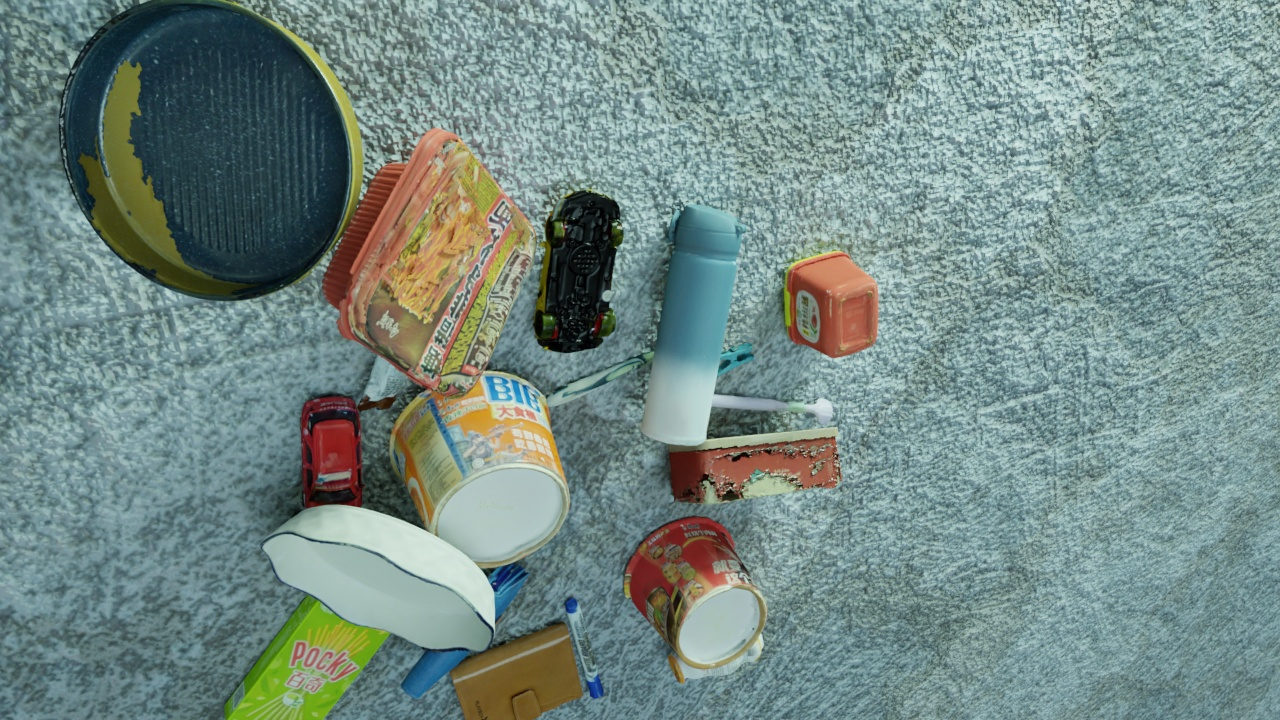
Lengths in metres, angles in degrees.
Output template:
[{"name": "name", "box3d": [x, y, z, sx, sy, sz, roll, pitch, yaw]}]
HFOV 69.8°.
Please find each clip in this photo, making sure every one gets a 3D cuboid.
[{"name": "clip", "box3d": [0.090, -0.002, 0.934, 0.056, 0.014, 0.041, -23, 122, -15]}]

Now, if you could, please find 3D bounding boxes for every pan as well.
[{"name": "pan", "box3d": [-0.284, -0.211, 0.583, 0.198, 0.078, 0.358, 3, 107, 1]}]

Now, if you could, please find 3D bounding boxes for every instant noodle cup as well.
[{"name": "instant noodle cup", "box3d": [0.066, 0.254, 0.991, 0.137, 0.108, 0.138, -11, 118, -21]}, {"name": "instant noodle cup", "box3d": [-0.164, -0.071, 0.699, 0.164, 0.079, 0.189, -66, 158, -13]}, {"name": "instant noodle cup", "box3d": [-0.135, 0.101, 0.805, 0.151, 0.111, 0.152, -13, 130, -17]}]

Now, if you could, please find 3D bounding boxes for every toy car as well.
[{"name": "toy car", "box3d": [-0.055, -0.077, 0.811, 0.071, 0.041, 0.156, -3, 117, -24]}, {"name": "toy car", "box3d": [-0.267, 0.090, 0.793, 0.052, 0.045, 0.121, -5, 118, -22]}]

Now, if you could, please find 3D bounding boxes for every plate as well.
[{"name": "plate", "box3d": [-0.215, 0.186, 0.779, 0.205, 0.205, 0.045, 47, 48, -34]}]

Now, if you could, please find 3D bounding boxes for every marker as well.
[{"name": "marker", "box3d": [-0.062, 0.321, 1.018, 0.017, 0.017, 0.146, -20, 121, -16]}]

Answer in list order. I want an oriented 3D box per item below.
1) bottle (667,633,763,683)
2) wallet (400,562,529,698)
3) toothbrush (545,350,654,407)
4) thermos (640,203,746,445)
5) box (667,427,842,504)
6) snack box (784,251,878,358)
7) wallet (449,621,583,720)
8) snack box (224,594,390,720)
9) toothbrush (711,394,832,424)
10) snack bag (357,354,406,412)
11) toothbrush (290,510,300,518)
[{"name": "bottle", "box3d": [0.087, 0.336, 1.068, 0.108, 0.063, 0.063, -22, 121, -15]}, {"name": "wallet", "box3d": [-0.169, 0.261, 0.896, 0.040, 0.106, 0.133, 40, 96, 7]}, {"name": "toothbrush", "box3d": [-0.005, 0.005, 0.890, 0.191, 0.018, 0.016, -24, 121, -14]}, {"name": "thermos", "box3d": [0.047, -0.033, 0.856, 0.070, 0.070, 0.220, 3, 104, -26]}, {"name": "box", "box3d": [0.120, 0.115, 0.945, 0.168, 0.091, 0.078, -4, 85, -24]}, {"name": "snack box", "box3d": [0.195, -0.054, 0.917, 0.082, 0.080, 0.091, -18, 120, -18]}, {"name": "wallet", "box3d": [-0.132, 0.348, 0.991, 0.131, 0.031, 0.108, -17, 118, -16]}, {"name": "snack box", "box3d": [-0.316, 0.292, 0.879, 0.085, 0.026, 0.156, 35, 96, -34]}, {"name": "toothbrush", "box3d": [0.123, 0.047, 0.971, 0.189, 0.021, 0.029, 7, 73, -26]}, {"name": "snack bag", "box3d": [-0.210, -0.002, 0.782, 0.045, 0.026, 0.105, -10, 125, -66]}, {"name": "toothbrush", "box3d": [-0.261, 0.199, 0.867, 0.012, 0.017, 0.186, -30, 122, 10]}]
